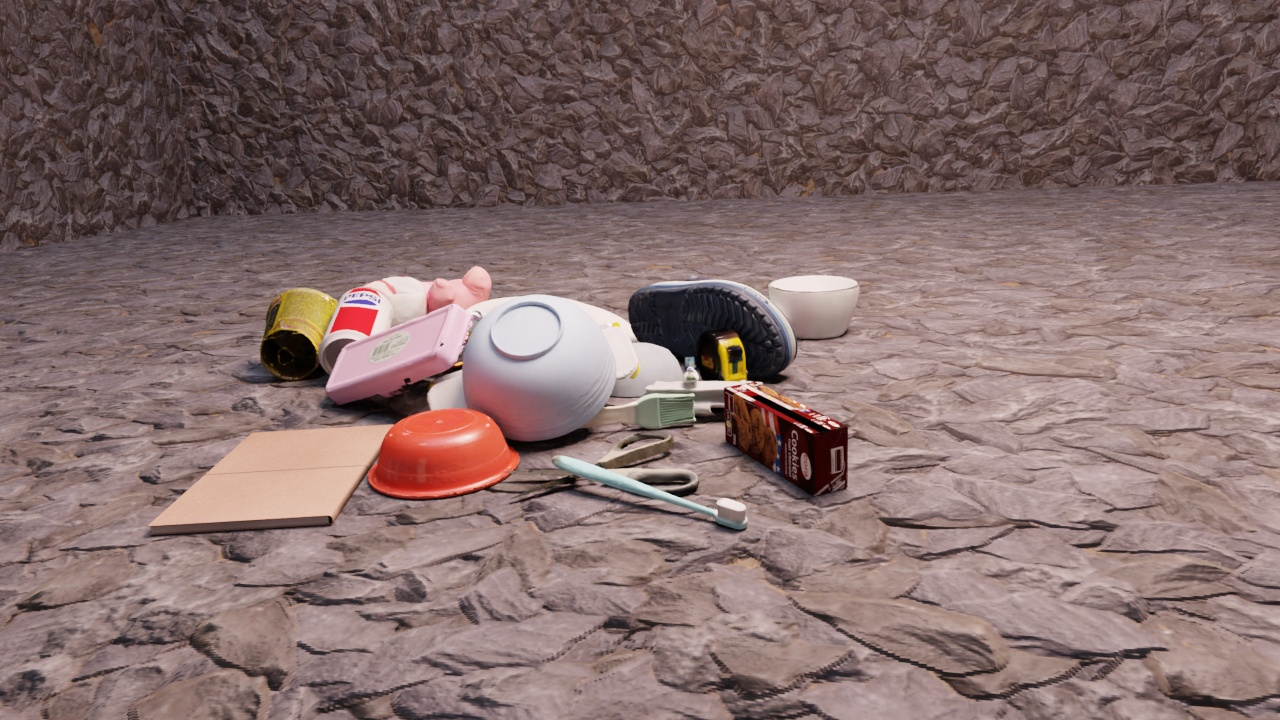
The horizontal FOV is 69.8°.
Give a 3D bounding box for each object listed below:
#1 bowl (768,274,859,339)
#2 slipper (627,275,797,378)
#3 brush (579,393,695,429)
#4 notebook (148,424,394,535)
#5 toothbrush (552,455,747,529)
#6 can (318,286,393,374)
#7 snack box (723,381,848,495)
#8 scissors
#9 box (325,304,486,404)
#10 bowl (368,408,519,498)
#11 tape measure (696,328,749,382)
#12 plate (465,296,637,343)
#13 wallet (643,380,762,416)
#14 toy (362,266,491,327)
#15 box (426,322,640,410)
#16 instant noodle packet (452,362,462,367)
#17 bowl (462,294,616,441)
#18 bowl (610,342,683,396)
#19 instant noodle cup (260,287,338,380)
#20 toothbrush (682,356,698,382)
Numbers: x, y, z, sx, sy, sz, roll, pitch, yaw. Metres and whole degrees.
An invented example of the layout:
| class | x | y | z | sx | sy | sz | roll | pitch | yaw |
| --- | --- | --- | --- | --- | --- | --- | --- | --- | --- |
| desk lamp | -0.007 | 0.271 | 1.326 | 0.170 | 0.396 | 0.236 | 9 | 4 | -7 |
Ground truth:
| class | x | y | z | sx | sy | sz | roll | pitch | yaw |
| --- | --- | --- | --- | --- | --- | --- | --- | --- | --- |
| bowl | 0.224 | -0.069 | 1.187 | 0.116 | 0.066 | 0.116 | -3 | 15 | 1 |
| slipper | 0.088 | -0.051 | 1.076 | 0.095 | 0.105 | 0.253 | -17 | 20 | -38 |
| brush | -0.056 | 0.055 | 0.869 | 0.217 | 0.033 | 0.012 | -5 | 16 | -1 |
| notebook | -0.309 | 0.098 | 0.803 | 0.141 | 0.008 | 0.209 | -3 | 15 | 0 |
| toothbrush | 0.002 | 0.097 | 0.705 | 0.181 | 0.017 | 0.016 | 12 | 31 | 33 |
| can | -0.344 | -0.034 | 1.119 | 0.070 | 0.070 | 0.132 | -4 | 31 | -4 |
| snack box | 0.118 | 0.062 | 0.766 | 0.031 | 0.051 | 0.141 | -10 | 17 | -22 |
| scissors | -0.025 | 0.091 | 0.762 | 0.158 | 0.012 | 0.168 | 8 | 23 | 32 |
| box | -0.234 | 0.005 | 0.992 | 0.202 | 0.103 | 0.100 | -16 | 49 | 36 |
| bowl | -0.172 | 0.073 | 0.796 | 0.130 | 0.045 | 0.130 | -3 | 16 | 1 |
| tape measure | 0.088 | -0.003 | 0.984 | 0.038 | 0.063 | 0.067 | -10 | 16 | -22 |
| plate | -0.116 | -0.050 | 1.182 | 0.230 | 0.021 | 0.229 | 7 | 22 | -3 |
| wallet | 0.065 | 0.037 | 0.916 | 0.116 | 0.032 | 0.086 | -2 | 5 | 14 |
| toy | -0.321 | -0.076 | 1.286 | 0.212 | 0.084 | 0.142 | -11 | -5 | -40 |
| box | -0.106 | 0.028 | 0.927 | 0.210 | 0.080 | 0.084 | -18 | -25 | -6 |
| instant noodle packet | -0.220 | -0.027 | 1.191 | 0.160 | 0.032 | 0.220 | 4 | 17 | 33 |
| bowl | -0.100 | -0.008 | 0.856 | 0.150 | 0.075 | 0.150 | -3 | 51 | 3 |
| bowl | -0.006 | 0.006 | 1.015 | 0.106 | 0.039 | 0.106 | -3 | 15 | 1 |
| instant noodle cup | -0.425 | -0.028 | 1.142 | 0.102 | 0.102 | 0.108 | -5 | 25 | -6 |
| toothbrush | 0.052 | 0.009 | 0.967 | 0.016 | 0.017 | 0.189 | -6 | 3 | 3 |
